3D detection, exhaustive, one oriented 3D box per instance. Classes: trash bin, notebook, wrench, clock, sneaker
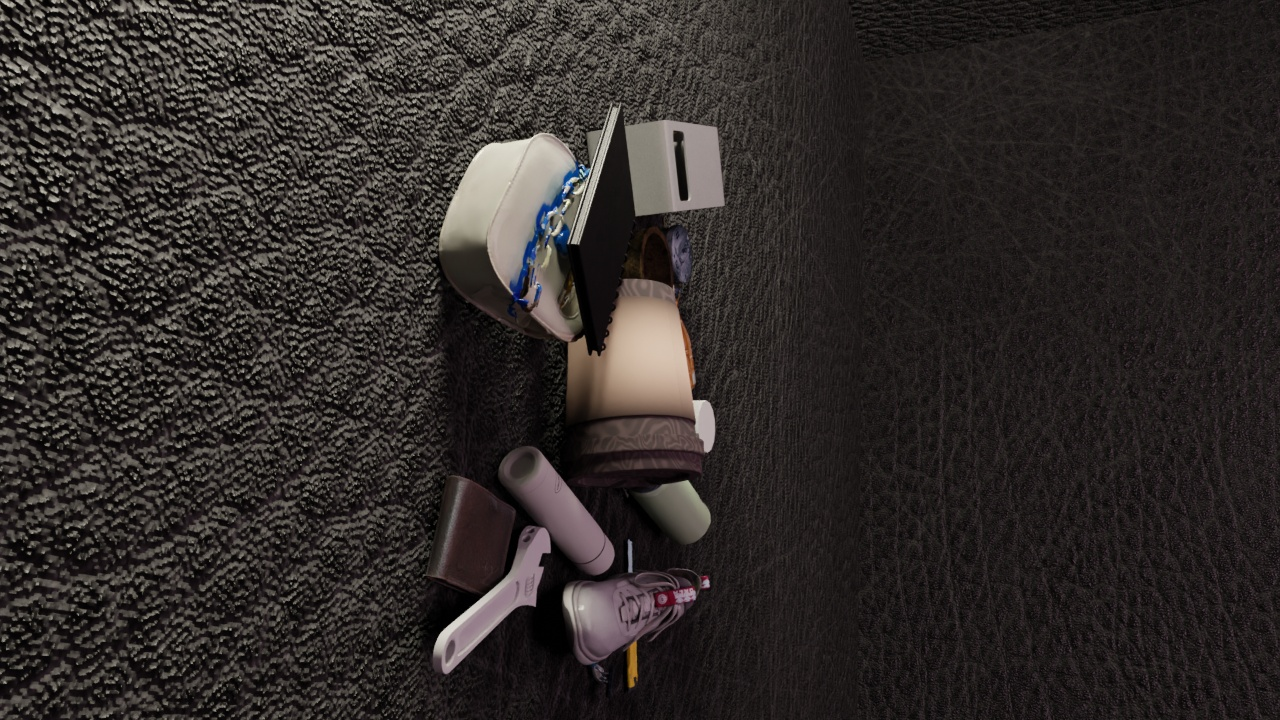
[{"bbox_3d":[0.027,-0.265,1.286,0.228,0.115,0.114,-27,112,-65],"label":"trash bin"},{"bbox_3d":[-0.037,-0.140,0.994,0.169,0.019,0.230,82,15,-49],"label":"notebook"},{"bbox_3d":[-0.139,0.229,0.899,0.273,0.018,0.087,-16,111,-77],"label":"wrench"},{"bbox_3d":[0.047,-0.148,1.401,0.090,0.052,0.129,-61,141,-52],"label":"clock"},{"bbox_3d":[-0.005,0.295,1.101,0.262,0.129,0.096,14,59,-68],"label":"sneaker"}]

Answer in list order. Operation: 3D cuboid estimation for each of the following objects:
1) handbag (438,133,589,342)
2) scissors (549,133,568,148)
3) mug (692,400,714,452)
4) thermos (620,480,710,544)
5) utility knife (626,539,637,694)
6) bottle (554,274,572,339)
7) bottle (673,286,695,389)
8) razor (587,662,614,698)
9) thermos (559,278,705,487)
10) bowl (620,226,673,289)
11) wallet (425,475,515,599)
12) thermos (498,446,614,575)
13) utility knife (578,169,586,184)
[{"bbox_3d":[-0.096,-0.116,0.947,0.199,0.093,0.200,42,55,-43],"label":"handbag"},{"bbox_3d":[-0.098,-0.200,1.106,0.147,0.019,0.132,-66,145,-49],"label":"scissors"},{"bbox_3d":[0.049,0.100,1.328,0.105,0.090,0.073,-27,112,-65],"label":"mug"},{"bbox_3d":[0.027,0.183,1.290,0.231,0.082,0.082,57,37,-51],"label":"thermos"},{"bbox_3d":[-0.014,0.348,1.252,0.030,0.018,0.206,16,69,-75],"label":"utility knife"},{"bbox_3d":[-0.103,-0.118,1.040,0.053,0.053,0.186,17,72,-66],"label":"bottle"},{"bbox_3d":[0.044,-0.035,1.371,0.059,0.059,0.167,-35,119,-64],"label":"bottle"},{"bbox_3d":[-0.064,0.352,1.122,0.042,0.022,0.144,-82,154,-58],"label":"razor"},{"bbox_3d":[-0.015,0.030,1.103,0.172,0.173,0.226,28,56,-64],"label":"thermos"},{"bbox_3d":[-0.002,-0.123,1.277,0.121,0.056,0.121,-2,90,-67],"label":"bowl"},{"bbox_3d":[-0.162,0.177,0.898,0.120,0.031,0.099,52,43,-57],"label":"wallet"},{"bbox_3d":[-0.089,0.177,1.040,0.224,0.052,0.052,61,34,-47],"label":"thermos"},{"bbox_3d":[-0.064,-0.188,1.191,0.022,0.015,0.120,-119,-164,-65],"label":"utility knife"}]
